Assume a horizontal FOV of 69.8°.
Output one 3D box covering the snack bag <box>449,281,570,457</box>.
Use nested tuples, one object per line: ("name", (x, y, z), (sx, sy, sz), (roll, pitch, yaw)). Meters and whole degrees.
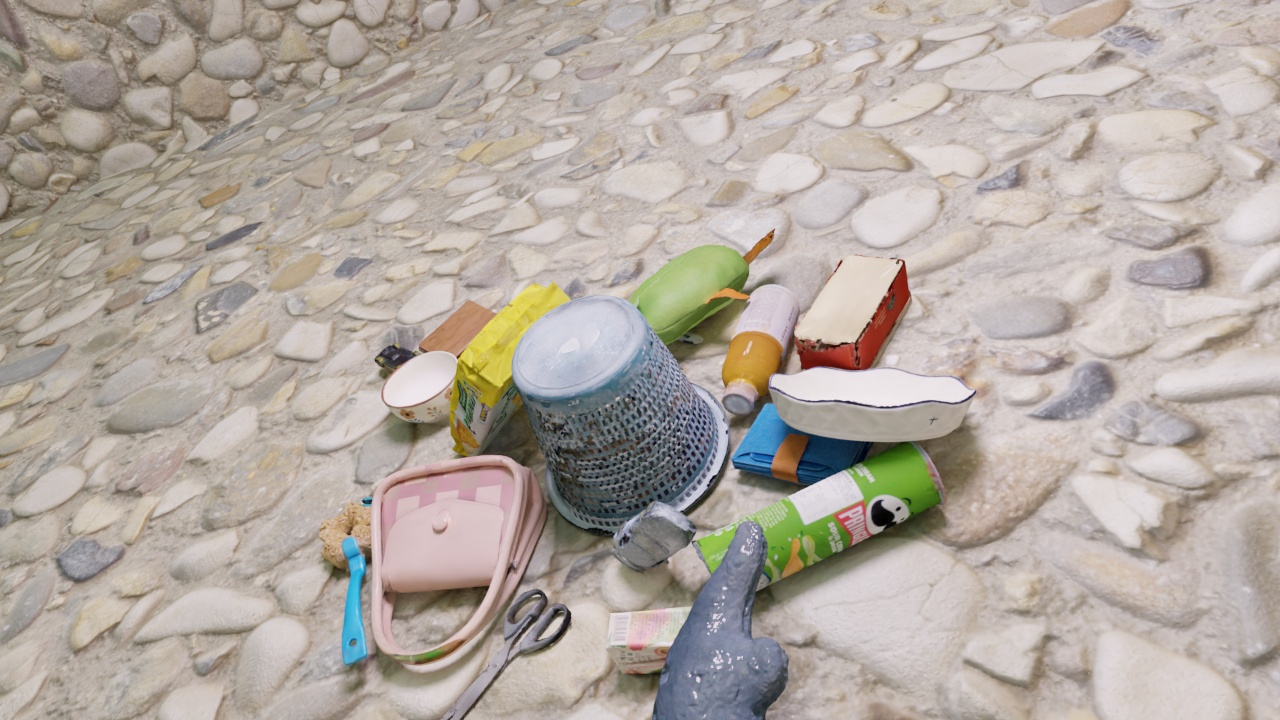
("snack bag", (-0.166, 0.013, 1.118), (0.068, 0.247, 0.157), (37, 58, 4))

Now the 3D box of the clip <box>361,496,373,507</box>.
("clip", (-0.330, 0.181, 1.157), (0.056, 0.014, 0.041), (-9, 39, 18))

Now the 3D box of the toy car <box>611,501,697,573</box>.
("toy car", (0.011, 0.177, 0.908), (0.036, 0.054, 0.121), (-58, 5, -37))

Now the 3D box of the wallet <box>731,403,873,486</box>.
("wallet", (0.176, 0.091, 0.987), (0.133, 0.040, 0.106), (6, 41, 34))

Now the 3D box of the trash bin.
("trash bin", (-0.035, 0.044, 1.005), (0.227, 0.195, 0.226), (-14, 43, 13))

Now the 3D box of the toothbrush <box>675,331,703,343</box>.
("toothbrush", (0.009, -0.047, 1.256), (0.192, 0.018, 0.016), (15, 50, 39))

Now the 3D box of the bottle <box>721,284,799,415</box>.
("bottle", (0.141, -0.013, 1.103), (0.068, 0.068, 0.189), (0, 43, 27))

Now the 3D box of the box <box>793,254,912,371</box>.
("box", (0.251, -0.059, 1.093), (0.091, 0.079, 0.167), (10, 47, 35))

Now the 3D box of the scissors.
("scissors", (-0.146, 0.300, 0.920), (0.172, 0.014, 0.145), (-24, 38, 4))

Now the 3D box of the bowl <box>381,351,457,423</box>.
("bowl", (-0.291, 0.046, 1.262), (0.113, 0.062, 0.113), (-13, 39, 11))

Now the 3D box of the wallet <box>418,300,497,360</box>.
("wallet", (-0.273, -0.042, 1.397), (0.115, 0.020, 0.101), (-43, 40, -21))

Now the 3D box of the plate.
("plate", (0.231, 0.042, 0.936), (0.205, 0.045, 0.204), (-1, 10, 0))

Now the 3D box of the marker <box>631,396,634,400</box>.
("marker", (-0.007, 0.007, 1.197), (0.023, 0.018, 0.130), (-32, 33, 19))

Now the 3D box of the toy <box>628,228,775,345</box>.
("toy", (0.068, -0.094, 1.214), (0.246, 0.090, 0.227), (-37, 21, -27))

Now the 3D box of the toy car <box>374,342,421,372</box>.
("toy car", (-0.357, 0.003, 1.370), (0.090, 0.035, 0.042), (16, 53, 40))

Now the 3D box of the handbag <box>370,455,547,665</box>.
("handbag", (-0.213, 0.222, 1.001), (0.194, 0.093, 0.233), (-10, 46, 18))

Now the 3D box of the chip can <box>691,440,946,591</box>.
("chip can", (0.169, 0.155, 0.881), (0.236, 0.072, 0.072), (-25, 37, -2))

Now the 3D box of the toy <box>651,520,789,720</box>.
("toy", (0.075, 0.302, 0.716), (0.138, 0.091, 0.355), (-25, 51, 19))

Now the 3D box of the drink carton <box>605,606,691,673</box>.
("drink carton", (0.034, 0.257, 0.841), (0.123, 0.053, 0.045), (-8, 43, 18))

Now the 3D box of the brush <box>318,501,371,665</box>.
("brush", (-0.327, 0.246, 1.041), (0.083, 0.046, 0.254), (-23, 31, -6))
